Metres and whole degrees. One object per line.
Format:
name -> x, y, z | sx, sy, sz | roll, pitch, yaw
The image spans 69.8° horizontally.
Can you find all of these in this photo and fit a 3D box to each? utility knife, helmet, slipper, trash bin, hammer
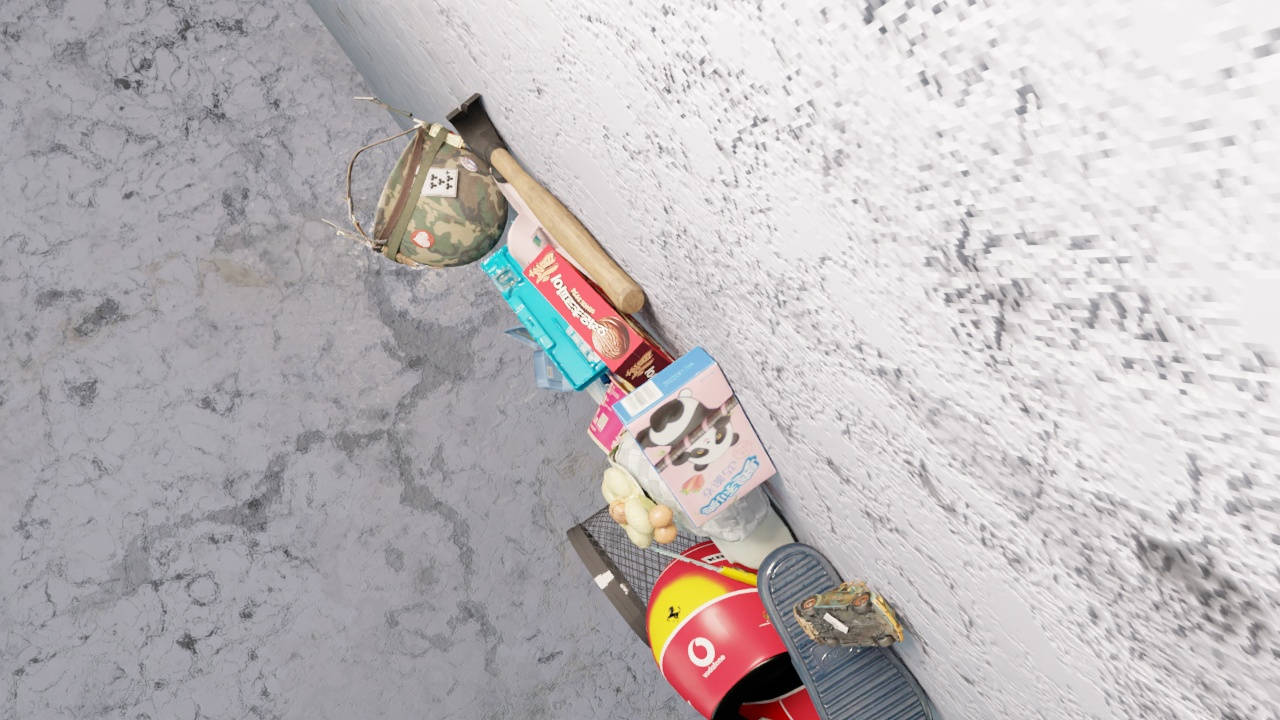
utility knife -> 0.119, 0.243, 1.024 | 0.228, 0.019, 0.030 | 13, 155, 6
helmet -> 0.130, 0.331, 1.131 | 0.270, 0.198, 0.224 | 27, -160, -36
slipper -> -0.110, -0.125, 1.007 | 0.239, 0.064, 0.094 | 52, 175, 26
helmet -> -0.300, -0.224, 1.233 | 0.236, 0.193, 0.224 | 27, -170, 14
trash bin -> 0.043, 0.280, 1.403 | 0.217, 0.227, 0.218 | 52, 175, 7
hammer -> -0.092, -0.148, 0.872 | 0.305, 0.040, 0.132 | 49, 176, 34
slipper -> 0.194, 0.294, 0.925 | 0.263, 0.101, 0.082 | 57, 173, -8

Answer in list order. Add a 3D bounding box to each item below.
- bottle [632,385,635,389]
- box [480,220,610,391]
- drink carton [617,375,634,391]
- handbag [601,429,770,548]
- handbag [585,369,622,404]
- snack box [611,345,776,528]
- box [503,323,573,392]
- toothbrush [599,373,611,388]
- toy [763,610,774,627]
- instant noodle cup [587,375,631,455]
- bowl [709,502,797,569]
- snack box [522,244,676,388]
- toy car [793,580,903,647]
bottle -> 0.019, 0.024, 0.950 | 0.112, 0.047, 0.047 | 51, 174, 24
box -> -0.119, -0.083, 1.190 | 0.226, 0.097, 0.117 | 51, 176, 17
drink carton -> -0.006, 0.006, 1.081 | 0.058, 0.041, 0.122 | 54, 175, -11
handbag -> 0.038, 0.135, 0.933 | 0.172, 0.123, 0.112 | -2, 117, 52
handbag -> -0.058, -0.008, 1.323 | 0.158, 0.069, 0.127 | 52, 161, 6
snack box -> 0.048, 0.067, 0.764 | 0.033, 0.088, 0.154 | 52, 175, 49
box -> -0.143, -0.011, 1.352 | 0.122, 0.047, 0.210 | 60, 165, -9
toothbrush -> -0.047, 0.032, 1.257 | 0.189, 0.017, 0.016 | 52, 143, -9
toy -> 0.157, 0.246, 0.963 | 0.084, 0.046, 0.103 | -24, -70, -62
instant noodle cup -> 0.007, 0.105, 1.178 | 0.178, 0.077, 0.178 | 39, -179, -1
bowl -> 0.107, 0.177, 1.044 | 0.153, 0.073, 0.153 | 53, 176, 5
snack box -> -0.022, -0.025, 0.846 | 0.152, 0.036, 0.132 | 46, -175, 35
toy car -> 0.183, 0.215, 0.790 | 0.047, 0.047, 0.112 | 53, 146, -8
